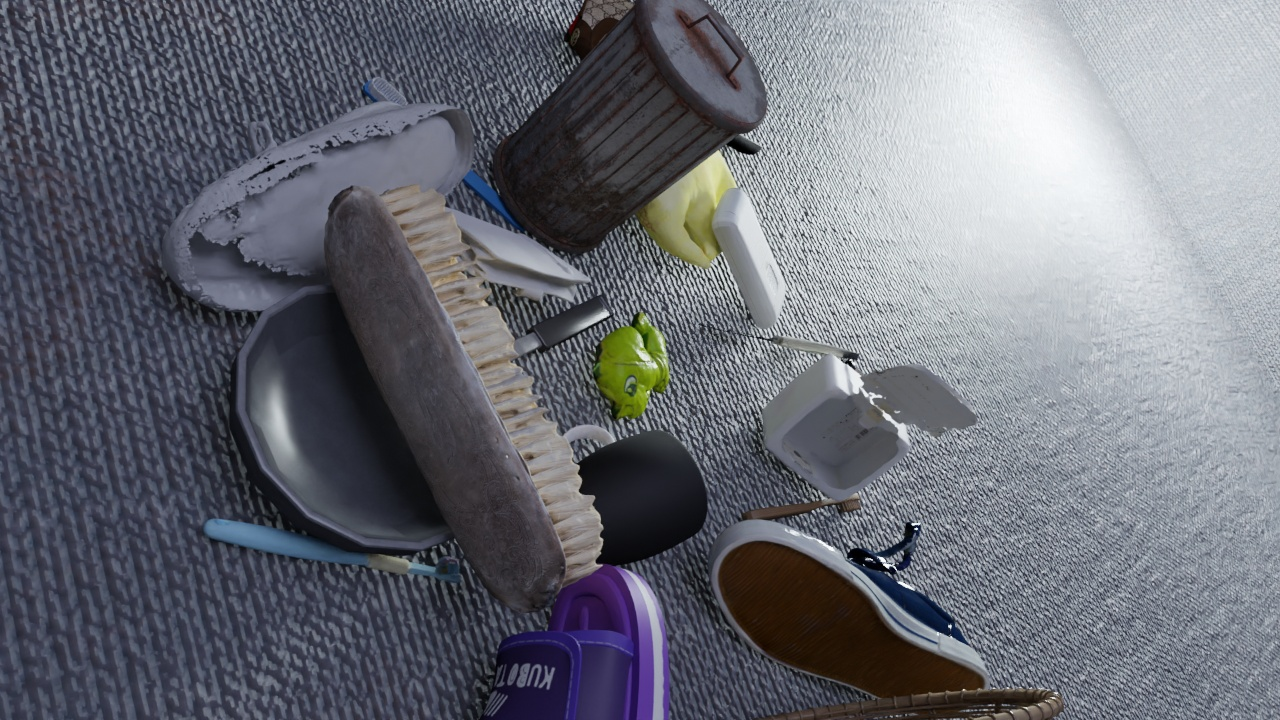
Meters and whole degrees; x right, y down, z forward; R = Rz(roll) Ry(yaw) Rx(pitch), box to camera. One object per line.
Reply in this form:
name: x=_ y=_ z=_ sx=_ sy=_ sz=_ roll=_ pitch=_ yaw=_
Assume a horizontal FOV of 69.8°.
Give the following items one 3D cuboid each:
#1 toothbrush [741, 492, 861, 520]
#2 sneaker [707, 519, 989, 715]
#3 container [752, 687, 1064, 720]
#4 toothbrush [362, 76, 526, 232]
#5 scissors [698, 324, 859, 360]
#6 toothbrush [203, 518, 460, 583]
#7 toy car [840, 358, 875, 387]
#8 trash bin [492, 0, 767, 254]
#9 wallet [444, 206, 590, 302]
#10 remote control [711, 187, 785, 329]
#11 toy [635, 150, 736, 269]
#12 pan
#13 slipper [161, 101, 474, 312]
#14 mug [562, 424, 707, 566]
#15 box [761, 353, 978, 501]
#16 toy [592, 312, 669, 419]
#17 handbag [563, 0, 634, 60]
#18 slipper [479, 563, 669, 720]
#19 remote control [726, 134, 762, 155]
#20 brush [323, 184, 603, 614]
toothbrush: x=0.148 y=0.134 z=0.824 sx=0.166 sy=0.016 sz=0.016 roll=1 pitch=64 yaw=-43
sneaker: x=0.169 y=0.187 z=0.763 sx=0.294 sy=0.121 sz=0.127 roll=33 pitch=24 yaw=-27
container: x=0.171 y=0.325 z=0.579 sx=0.226 sy=0.228 sz=0.196 roll=7 pitch=67 yaw=-40
toothbrush: x=-0.152 y=-0.164 z=0.735 sx=0.166 sy=0.014 sz=0.016 roll=41 pitch=44 yaw=-16
scissors: x=0.137 y=-0.018 z=0.873 sx=0.169 sy=0.132 sz=0.012 roll=8 pitch=94 yaw=-55
toothbrush: x=-0.175 y=0.112 z=0.538 sx=0.155 sy=0.016 sz=0.022 roll=20 pitch=20 yaw=-34
toy car: x=0.203 y=0.045 z=0.905 sx=0.051 sy=0.049 sz=0.100 roll=39 pitch=45 yaw=-19
trash bin: x=-0.008 y=-0.190 z=0.731 sx=0.130 sy=0.212 sz=0.130 roll=27 pitch=47 yaw=-33
wallet: x=-0.100 y=-0.076 z=0.686 sx=0.086 sy=0.032 sz=0.116 roll=43 pitch=18 yaw=32
remote control: x=0.107 y=-0.098 z=0.889 sx=0.138 sy=0.025 sz=0.060 roll=61 pitch=36 yaw=-33
toy: x=0.043 y=-0.168 z=0.882 sx=0.155 sy=0.065 sz=0.170 roll=60 pitch=36 yaw=-8
pan: x=-0.122 y=0.011 z=0.636 sx=0.178 sy=0.041 sz=0.356 roll=56 pitch=36 yaw=2
slipper: x=-0.209 y=-0.114 z=0.609 sx=0.246 sy=0.075 sz=0.112 roll=-49 pitch=132 yaw=-45
mug: x=-0.027 y=0.092 z=0.651 sx=0.100 sy=0.085 sz=0.119 roll=-18 pitch=47 yaw=-35
box: x=0.198 y=0.045 z=0.799 sx=0.110 sy=0.191 sz=0.083 roll=36 pitch=46 yaw=-17
toy: x=-0.004 y=0.004 z=0.749 sx=0.093 sy=0.036 sz=0.094 roll=15 pitch=66 yaw=-50
handbag: x=0.007 y=-0.292 z=0.904 sx=0.166 sy=0.063 sz=0.138 roll=21 pitch=40 yaw=-22
slipper: x=-0.052 y=0.236 z=0.512 sx=0.084 sy=0.108 sz=0.266 roll=24 pitch=55 yaw=-31
remote control: x=0.081 y=-0.242 z=0.967 sx=0.041 sy=0.020 sz=0.151 roll=37 pitch=18 yaw=27
brush: x=-0.108 y=0.016 z=0.538 sx=0.056 sy=0.083 sz=0.271 roll=-17 pitch=74 yaw=-51
